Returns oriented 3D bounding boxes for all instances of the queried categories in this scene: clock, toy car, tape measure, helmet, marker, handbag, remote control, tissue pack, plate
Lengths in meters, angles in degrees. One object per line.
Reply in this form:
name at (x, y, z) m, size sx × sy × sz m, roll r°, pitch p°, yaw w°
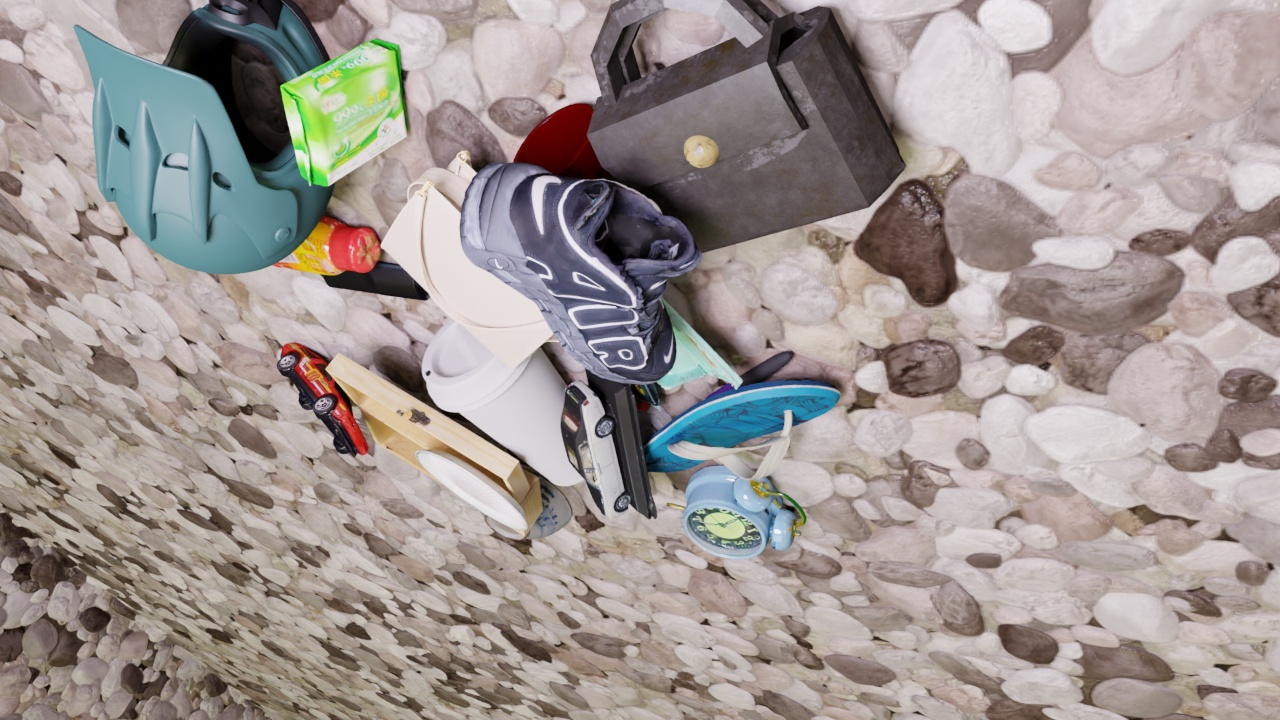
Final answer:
clock at (0.118, 0.176, 1.070) m, size 0.162 × 0.059 × 0.118 m, roll -21°, pitch 122°, yaw 39°
toy car at (-0.403, 0.048, 1.168) m, size 0.189 × 0.056 × 0.082 m, roll 40°, pitch 156°, yaw 38°
tape measure at (0.007, 0.074, 1.043) m, size 0.062 × 0.020 × 0.060 m, roll -18°, pitch 125°, yaw 42°
helmet at (-0.372, -0.190, 0.801) m, size 0.176 × 0.199 × 0.276 m, roll 24°, pitch 143°, yaw 3°
marker at (0.109, 0.021, 0.926) m, size 0.018 × 0.015 × 0.134 m, roll 52°, pitch 139°, yaw -1°
handbag at (-0.126, -0.095, 0.822) m, size 0.194 × 0.101 × 0.198 m, roll 44°, pitch 153°, yaw -9°
remote control at (-0.303, -0.091, 1.027) m, size 0.141 × 0.021 × 0.045 m, roll 9°, pitch 138°, yaw 22°
tissue pack at (-0.250, -0.210, 0.786) m, size 0.034 × 0.113 × 0.100 m, roll 33°, pitch 145°, yaw 18°
plate at (-0.194, 0.147, 1.066) m, size 0.157 × 0.014 × 0.157 m, roll 28°, pitch 157°, yaw 13°
handbag at (0.054, -0.178, 0.653) m, size 0.198 × 0.102 × 0.199 m, roll -12°, pitch 129°, yaw 39°
toy car at (-0.044, 0.094, 0.999) m, size 0.094 × 0.071 × 0.192 m, roll 41°, pitch 149°, yaw 49°

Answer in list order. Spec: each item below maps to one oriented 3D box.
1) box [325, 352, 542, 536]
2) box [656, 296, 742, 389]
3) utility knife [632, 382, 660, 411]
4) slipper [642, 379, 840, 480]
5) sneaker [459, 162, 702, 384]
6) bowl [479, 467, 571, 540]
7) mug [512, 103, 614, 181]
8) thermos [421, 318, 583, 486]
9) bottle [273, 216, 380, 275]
box at (-0.242, 0.106, 1.121) m, size 0.247 × 0.068 × 0.254 m, roll 29°, pitch 163°, yaw 11°
box at (0.007, -0.042, 0.885) m, size 0.187 × 0.052 × 0.139 m, roll 45°, pitch 152°, yaw -24°
utility knife at (-0.006, 0.005, 0.929) m, size 0.029 × 0.020 × 0.173 m, roll 26°, pitch 159°, yaw 30°
slipper at (0.084, 0.088, 0.956) m, size 0.118 × 0.060 × 0.296 m, roll 14°, pitch 152°, yaw -28°
sneaker at (-0.007, -0.062, 0.702) m, size 0.151 × 0.097 × 0.252 m, roll 5°, pitch 154°, yaw 37°
bowl at (-0.176, 0.209, 1.277) m, size 0.151 × 0.056 × 0.151 m, roll 16°, pitch 141°, yaw 13°
mug at (-0.040, -0.144, 0.753) m, size 0.088 × 0.087 × 0.114 m, roll 42°, pitch -175°, yaw -40°
thermos at (-0.129, 0.048, 1.017) m, size 0.132 × 0.131 × 0.222 m, roll -3°, pitch 142°, yaw 33°
bottle at (-0.346, -0.124, 0.988) m, size 0.134 × 0.048 × 0.071 m, roll 9°, pitch 140°, yaw 21°
